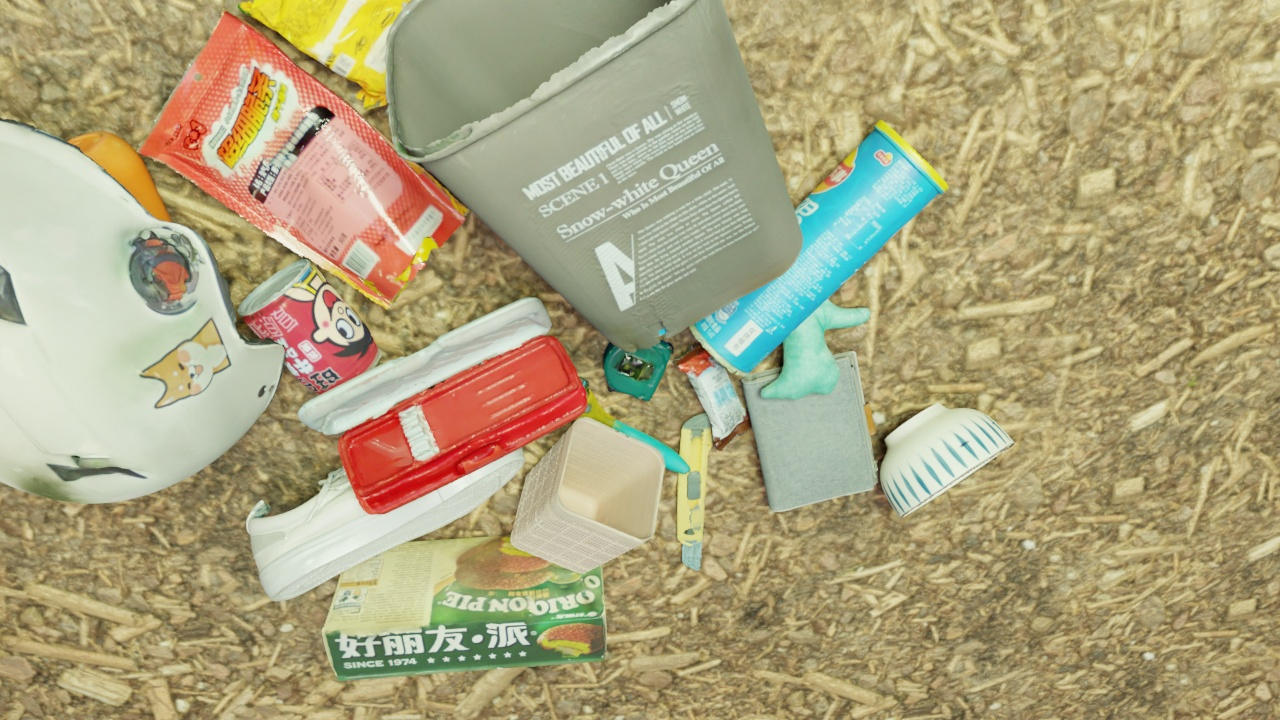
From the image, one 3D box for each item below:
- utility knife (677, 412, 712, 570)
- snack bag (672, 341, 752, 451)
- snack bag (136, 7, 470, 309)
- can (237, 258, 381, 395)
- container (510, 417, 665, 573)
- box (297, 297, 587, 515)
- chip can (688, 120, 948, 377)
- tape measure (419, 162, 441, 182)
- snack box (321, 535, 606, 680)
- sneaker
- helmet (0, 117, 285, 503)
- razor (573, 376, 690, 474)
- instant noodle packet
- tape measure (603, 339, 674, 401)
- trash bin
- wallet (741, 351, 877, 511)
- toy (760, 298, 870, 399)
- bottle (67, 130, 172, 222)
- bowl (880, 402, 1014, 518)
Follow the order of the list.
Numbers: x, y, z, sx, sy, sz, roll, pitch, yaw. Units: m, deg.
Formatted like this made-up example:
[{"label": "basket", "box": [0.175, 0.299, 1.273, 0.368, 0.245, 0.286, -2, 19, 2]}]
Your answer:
[{"label": "utility knife", "box": [0.050, 0.125, 0.855, 0.031, 0.019, 0.183, 1, 124, 1]}, {"label": "snack bag", "box": [0.066, 0.029, 0.790, 0.045, 0.026, 0.105, -37, 119, -19]}, {"label": "snack bag", "box": [-0.235, -0.134, 0.655, 0.208, 0.073, 0.129, 38, 113, -18]}, {"label": "can", "box": [-0.254, -0.023, 0.712, 0.066, 0.066, 0.094, -28, 118, 11]}, {"label": "container", "box": [-0.049, 0.121, 0.784, 0.090, 0.089, 0.111, 26, 139, -19]}, {"label": "box", "box": [-0.147, 0.037, 0.712, 0.201, 0.100, 0.094, -27, 75, -5]}, {"label": "chip can", "box": [0.132, -0.082, 0.706, 0.071, 0.071, 0.211, 37, 111, -22]}, {"label": "tape measure", "box": [-0.138, -0.153, 0.652, 0.039, 0.057, 0.057, -31, 120, 13]}, {"label": "snack box", "box": [-0.152, 0.218, 0.832, 0.240, 0.114, 0.063, -3, 119, -4]}, {"label": "sneaker", "box": [-0.221, 0.111, 0.791, 0.242, 0.090, 0.089, -26, 165, -8]}, {"label": "helmet", "box": [-0.391, -0.003, 0.610, 0.230, 0.156, 0.274, -2, 137, 21]}, {"label": "razor", "box": [-0.011, 0.064, 0.804, 0.132, 0.028, 0.043, 32, 87, -17]}, {"label": "instant noodle packet", "box": [-0.185, -0.245, 0.603, 0.110, 0.044, 0.129, 35, 112, -21]}, {"label": "tape measure", "box": [-0.005, 0.004, 0.772, 0.054, 0.025, 0.058, 17, 116, -15]}, {"label": "trash bin", "box": [-0.015, -0.142, 0.580, 0.199, 0.198, 0.220, -28, 135, 11]}, {"label": "wallet", "box": [0.153, 0.062, 0.810, 0.106, 0.037, 0.130, -14, 108, 2]}, {"label": "toy", "box": [0.144, -0.015, 0.759, 0.096, 0.030, 0.092, -6, 94, 1]}, {"label": "bottle", "box": [-0.368, -0.089, 0.670, 0.067, 0.066, 0.150, -15, 127, 4]}, {"label": "bowl", "box": [0.257, 0.080, 0.802, 0.117, 0.116, 0.066, -39, 71, 16]}]
